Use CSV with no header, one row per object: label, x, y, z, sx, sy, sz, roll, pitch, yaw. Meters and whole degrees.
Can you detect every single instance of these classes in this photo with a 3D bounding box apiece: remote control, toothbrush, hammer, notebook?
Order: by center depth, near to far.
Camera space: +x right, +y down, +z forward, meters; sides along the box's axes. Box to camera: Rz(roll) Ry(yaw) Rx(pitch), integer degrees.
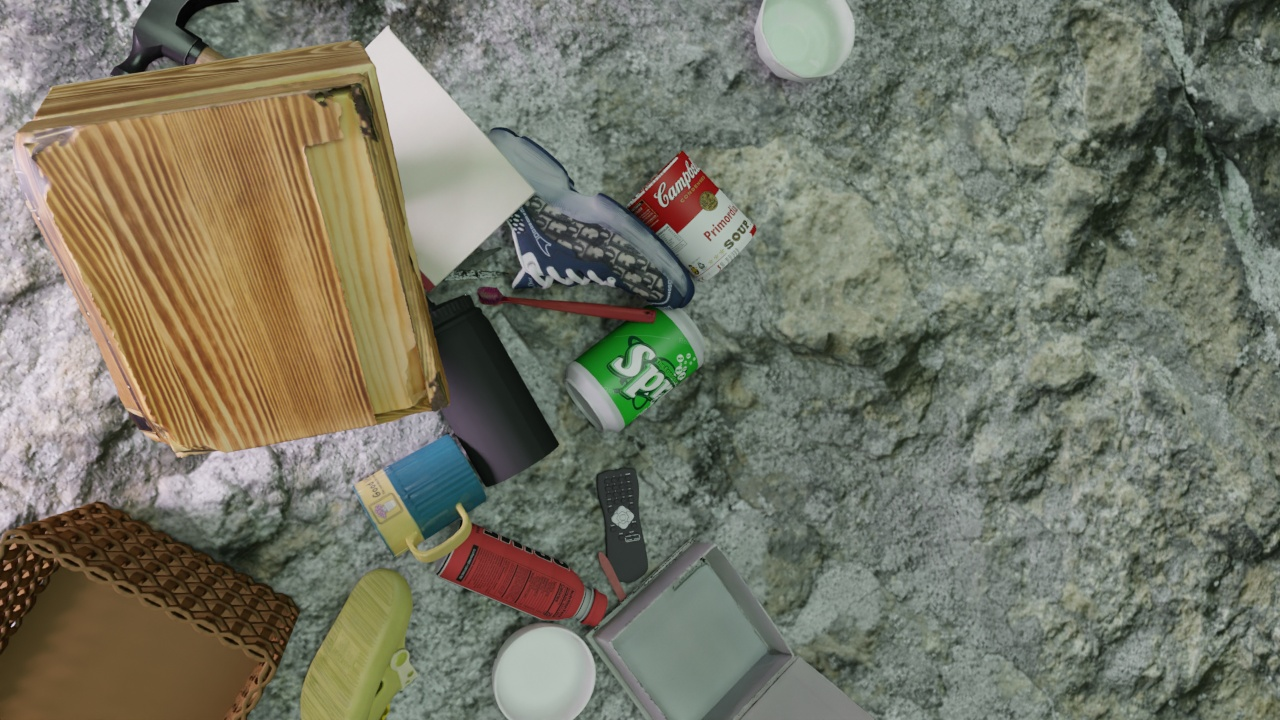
notebook,-0.227,-0.193,0.897,0.153,0.012,0.209,-41,97,9
hammer,-0.346,-0.253,0.915,0.305,0.040,0.132,31,83,-13
toothbrush,-0.078,-0.058,0.949,0.190,0.016,0.016,7,64,9
toothbrush,-0.003,0.287,0.990,0.015,0.016,0.184,-28,97,-15
remote control,-0.019,0.180,0.997,0.046,0.009,0.124,-7,89,-16

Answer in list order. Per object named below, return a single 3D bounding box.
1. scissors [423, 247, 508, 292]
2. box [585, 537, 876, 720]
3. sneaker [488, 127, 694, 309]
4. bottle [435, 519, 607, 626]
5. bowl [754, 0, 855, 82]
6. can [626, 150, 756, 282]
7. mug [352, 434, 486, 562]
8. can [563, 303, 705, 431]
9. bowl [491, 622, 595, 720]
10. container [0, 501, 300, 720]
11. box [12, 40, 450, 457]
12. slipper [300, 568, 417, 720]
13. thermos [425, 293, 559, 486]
scissors,-0.228,-0.092,0.950,0.154,0.013,0.163,41,79,-11
box,0.160,0.410,0.938,0.166,0.119,0.478,-39,76,-24
sneaker,-0.075,-0.115,0.943,0.269,0.103,0.132,36,92,5
bottle,-0.118,0.225,0.941,0.176,0.062,0.062,26,81,-13
bowl,0.180,-0.371,1.050,0.117,0.061,0.117,1,87,-15
can,0.056,-0.155,0.993,0.116,0.087,0.086,45,77,-9
mug,-0.208,0.142,0.899,0.107,0.083,0.113,-29,52,-18
can,-0.006,0.006,0.968,0.139,0.088,0.088,-38,97,-14
bowl,-0.103,0.321,0.945,0.104,0.054,0.105,1,87,-18
container,-0.456,0.286,0.765,0.219,0.214,0.251,32,80,-12
box,-0.302,-0.082,0.716,0.244,0.168,0.280,-13,125,-13
slipper,-0.263,0.294,0.897,0.081,0.092,0.190,22,91,-53
thermos,-0.168,0.020,0.924,0.086,0.086,0.198,-30,96,-15
